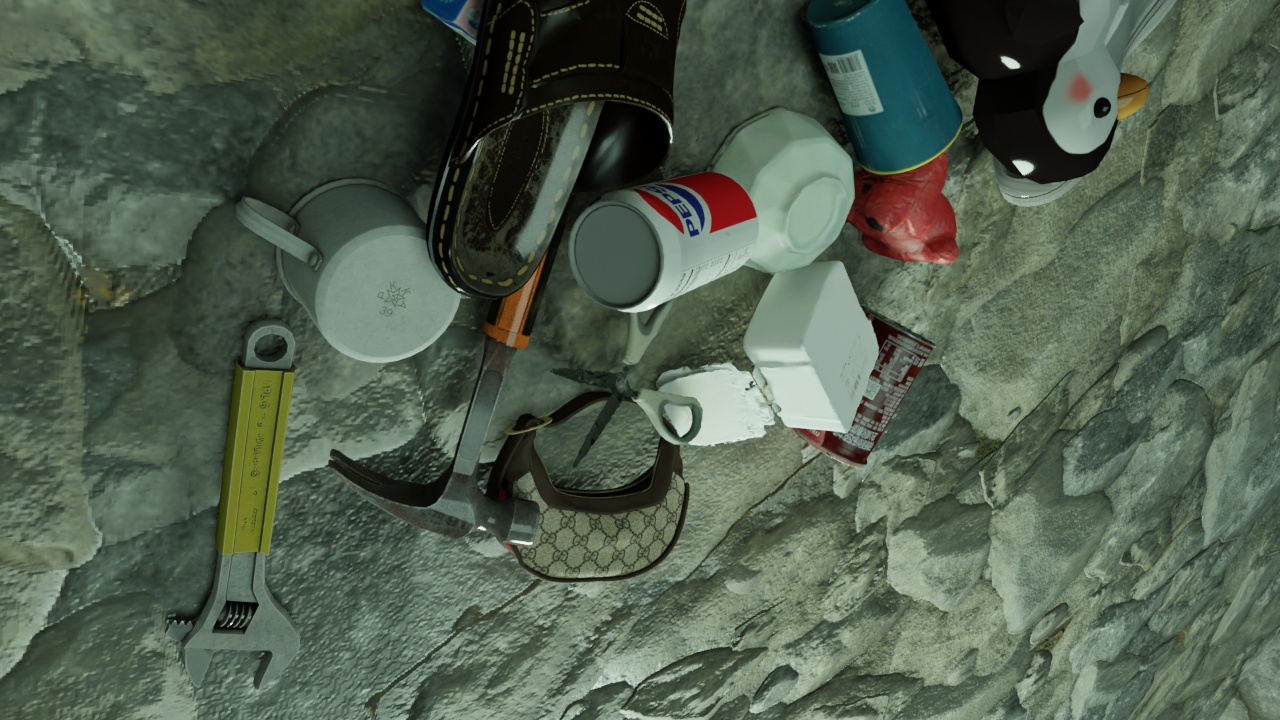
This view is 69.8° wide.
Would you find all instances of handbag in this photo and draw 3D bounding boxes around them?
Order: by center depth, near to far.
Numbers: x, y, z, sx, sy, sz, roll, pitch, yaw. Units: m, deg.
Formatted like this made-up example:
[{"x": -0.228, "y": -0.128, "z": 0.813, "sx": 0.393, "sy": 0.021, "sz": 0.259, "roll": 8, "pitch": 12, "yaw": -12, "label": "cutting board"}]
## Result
[{"x": -0.039, "y": 0.091, "z": 0.681, "sx": 0.166, "sy": 0.063, "sz": 0.138, "roll": 7, "pitch": 96, "yaw": -33, "label": "handbag"}]

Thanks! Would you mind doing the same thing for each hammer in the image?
[{"x": -0.089, "y": -0.039, "z": 0.560, "sx": 0.137, "sy": 0.035, "sz": 0.315, "roll": 15, "pitch": 103, "yaw": -18, "label": "hammer"}]

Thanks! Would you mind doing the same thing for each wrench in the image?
[{"x": -0.238, "y": 0.099, "z": 0.564, "sx": 0.083, "sy": 0.018, "sz": 0.274, "roll": 1, "pitch": 117, "yaw": -35, "label": "wrench"}]

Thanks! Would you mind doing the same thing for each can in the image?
[{"x": 0.018, "y": -0.075, "z": 0.565, "sx": 0.131, "sy": 0.070, "sz": 0.070, "roll": -28, "pitch": 137, "yaw": -56, "label": "can"}]

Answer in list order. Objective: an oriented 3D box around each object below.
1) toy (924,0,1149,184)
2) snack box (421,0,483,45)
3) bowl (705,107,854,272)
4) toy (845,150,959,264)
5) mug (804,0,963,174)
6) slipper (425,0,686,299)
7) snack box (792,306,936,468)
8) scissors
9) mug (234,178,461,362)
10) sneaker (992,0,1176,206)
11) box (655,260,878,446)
[{"x": 0.259, "y": -0.209, "z": 0.622, "sx": 0.158, "sy": 0.140, "sz": 0.184, "roll": -51, "pitch": 126, "yaw": -57, "label": "toy"}, {"x": -0.038, "y": -0.225, "z": 0.475, "sx": 0.154, "sy": 0.033, "sz": 0.088, "roll": -57, "pitch": 150, "yaw": 9, "label": "snack box"}, {"x": 0.105, "y": -0.111, "z": 0.643, "sx": 0.117, "sy": 0.061, "sz": 0.118, "roll": -17, "pitch": 126, "yaw": -25, "label": "bowl"}, {"x": 0.219, "y": -0.122, "z": 0.707, "sx": 0.133, "sy": 0.088, "sz": 0.094, "roll": 28, "pitch": 88, "yaw": -44, "label": "toy"}, {"x": 0.161, "y": -0.197, "z": 0.622, "sx": 0.078, "sy": 0.078, "sz": 0.121, "roll": -44, "pitch": 128, "yaw": -4, "label": "mug"}, {"x": -0.024, "y": -0.148, "z": 0.451, "sx": 0.112, "sy": 0.076, "sz": 0.268, "roll": 12, "pitch": 105, "yaw": -57, "label": "slipper"}, {"x": 0.189, "y": 0.022, "z": 0.779, "sx": 0.072, "sy": 0.072, "sz": 0.121, "roll": 16, "pitch": 107, "yaw": -40, "label": "snack box"}, {"x": -0.002, "y": 0.007, "z": 0.620, "sx": 0.170, "sy": 0.013, "sz": 0.157, "roll": 31, "pitch": 62, "yaw": -49, "label": "scissors"}, {"x": -0.157, "y": -0.052, "z": 0.491, "sx": 0.113, "sy": 0.070, "sz": 0.084, "roll": 22, "pitch": 104, "yaw": -43, "label": "mug"}, {"x": 0.328, "y": -0.238, "z": 0.696, "sx": 0.089, "sy": 0.099, "sz": 0.236, "roll": 20, "pitch": 98, "yaw": -42, "label": "sneaker"}, {"x": 0.092, "y": 0.011, "z": 0.710, "sx": 0.107, "sy": 0.132, "sz": 0.151, "roll": 55, "pitch": 51, "yaw": -35, "label": "box"}]
